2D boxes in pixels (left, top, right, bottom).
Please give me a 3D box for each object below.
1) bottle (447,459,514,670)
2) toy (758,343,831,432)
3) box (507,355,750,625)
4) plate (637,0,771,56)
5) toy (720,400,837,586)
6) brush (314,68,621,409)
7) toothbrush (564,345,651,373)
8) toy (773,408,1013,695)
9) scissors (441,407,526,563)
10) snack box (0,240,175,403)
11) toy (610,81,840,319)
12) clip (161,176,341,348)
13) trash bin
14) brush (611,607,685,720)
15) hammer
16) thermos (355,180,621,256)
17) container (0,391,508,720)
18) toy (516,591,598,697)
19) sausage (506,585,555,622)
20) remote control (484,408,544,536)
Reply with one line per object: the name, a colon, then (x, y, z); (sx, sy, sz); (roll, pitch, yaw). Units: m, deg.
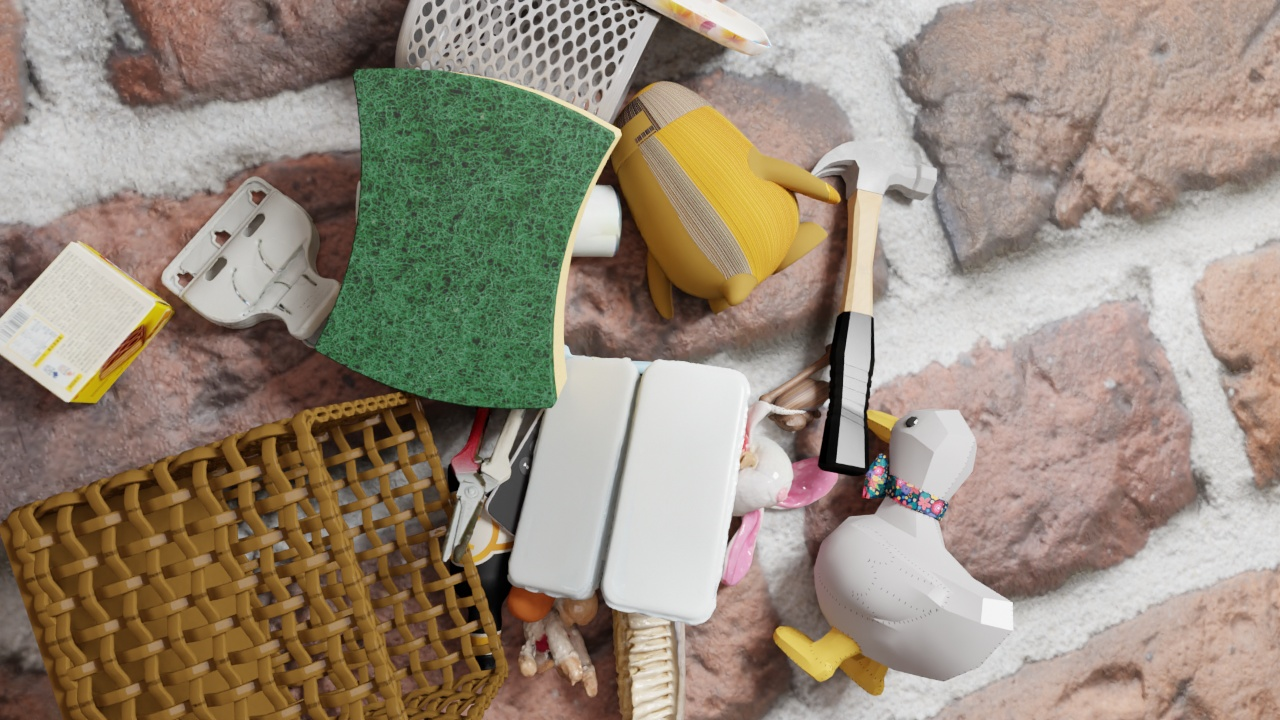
bottle: (-0.138, 0.179, 0.805); (0.059, 0.059, 0.181); (-1, 87, -12)
toy: (0.161, 0.031, 0.884); (0.101, 0.042, 0.055); (-31, 107, -18)
box: (-0.013, 0.097, 0.752); (0.193, 0.061, 0.209); (9, 75, 18)
plate: (0.029, -0.325, 0.824); (0.187, 0.186, 0.016); (24, 116, -9)
toy: (0.093, 0.096, 0.841); (0.159, 0.084, 0.194); (-40, 119, -16)
brush: (-0.136, -0.095, 0.729); (0.195, 0.075, 0.250); (14, 106, 0)
toothbrush: (-0.005, 0.005, 0.865); (0.155, 0.016, 0.022); (8, 115, -12)
toy: (0.238, 0.175, 0.824); (0.140, 0.246, 0.268); (24, 100, -30)
scissors: (-0.138, 0.086, 0.771); (0.146, 0.015, 0.187); (34, 45, 24)
snack box: (-0.456, -0.030, 0.752); (0.083, 0.061, 0.105); (39, 80, -6)
toy: (0.055, -0.155, 0.832); (0.199, 0.162, 0.203); (-35, 92, 28)
clip: (-0.319, -0.075, 0.788); (0.144, 0.074, 0.124); (38, 83, 3)
trash bin: (-0.099, -0.266, 0.794); (0.183, 0.156, 0.156); (25, 82, -6)
brush: (0.004, 0.199, 0.820); (0.056, 0.083, 0.271); (-2, 88, -13)
hammer: (0.204, -0.056, 0.868); (0.131, 0.039, 0.327); (11, 73, -8)
thermos: (-0.135, -0.126, 0.821); (0.230, 0.068, 0.068); (0, 86, -11)
container: (-0.259, 0.180, 0.674); (0.214, 0.219, 0.251); (-18, 90, 5)
toy: (-0.064, 0.239, 0.819); (0.074, 0.085, 0.105); (-2, 61, 23)
sausage: (-0.071, 0.150, 0.808); (0.039, 0.045, 0.164); (34, 62, -24)
remote control: (-0.089, 0.084, 0.813); (0.045, 0.008, 0.146); (50, 54, -32)
